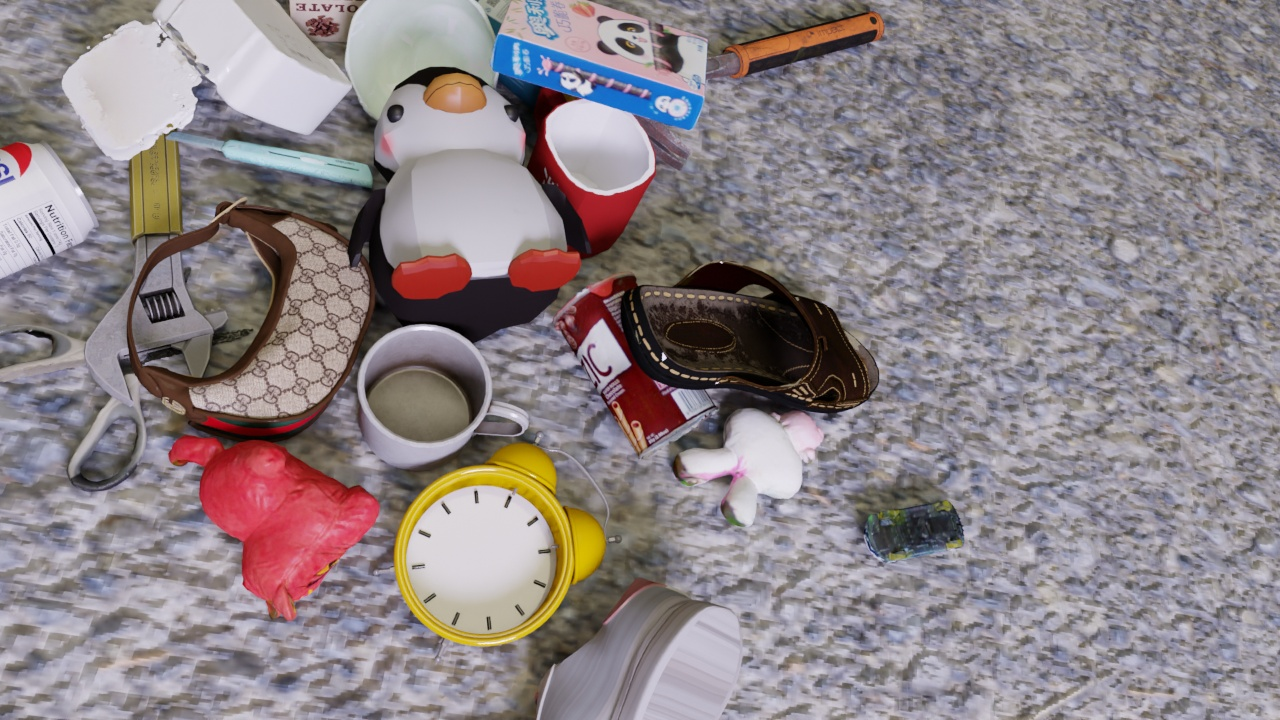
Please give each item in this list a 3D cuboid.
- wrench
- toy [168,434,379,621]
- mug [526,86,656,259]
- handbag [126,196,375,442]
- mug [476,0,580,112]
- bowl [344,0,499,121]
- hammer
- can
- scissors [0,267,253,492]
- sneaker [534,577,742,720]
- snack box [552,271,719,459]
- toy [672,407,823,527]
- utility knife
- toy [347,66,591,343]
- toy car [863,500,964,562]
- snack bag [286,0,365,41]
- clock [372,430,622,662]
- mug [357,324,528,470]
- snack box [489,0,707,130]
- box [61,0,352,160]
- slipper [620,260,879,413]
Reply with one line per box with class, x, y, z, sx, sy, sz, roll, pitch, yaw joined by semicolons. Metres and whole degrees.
wrench;-0.334;-0.098;0.625;0.083;0.018;0.273;-4;67;-29
toy;-0.236;0.094;0.553;0.133;0.088;0.094;30;73;-3
mug;-0.050;-0.151;0.705;0.080;0.097;0.116;-22;77;-26
handbag;-0.252;-0.033;0.598;0.138;0.063;0.166;25;59;-21
mug;-0.097;-0.257;0.750;0.121;0.078;0.078;37;61;3
bowl;-0.162;-0.230;0.710;0.117;0.061;0.117;0;103;1
hammer;0.110;-0.270;0.846;0.313;0.035;0.137;-22;77;-26
can;-0.418;-0.081;0.567;0.131;0.070;0.070;-35;83;-28
scissors;-0.338;0.008;0.589;0.170;0.013;0.157;-2;68;-21
sneaker;-0.032;0.239;0.565;0.099;0.089;0.236;42;78;-36
snack box;-0.004;0.004;0.671;0.072;0.072;0.121;-28;80;-26
toy;0.088;0.075;0.692;0.122;0.038;0.079;-28;66;-26
utility knife;-0.268;-0.147;0.670;0.141;0.015;0.022;8;50;-21
toy;-0.128;-0.113;0.641;0.159;0.140;0.184;-6;68;-21
toy car;0.211;0.134;0.714;0.089;0.027;0.038;-5;73;-21
snack bag;-0.246;-0.366;0.745;0.094;0.070;0.206;-7;70;-21
clock;-0.091;0.120;0.606;0.151;0.052;0.113;-35;82;-23
mug;-0.133;0.032;0.615;0.113;0.071;0.084;21;63;-10
snack box;-0.027;-0.228;0.682;0.154;0.033;0.087;14;46;-9
box;-0.307;-0.193;0.636;0.107;0.151;0.132;45;103;10
slipper;0.098;-0.018;0.671;0.267;0.076;0.113;8;54;-43
